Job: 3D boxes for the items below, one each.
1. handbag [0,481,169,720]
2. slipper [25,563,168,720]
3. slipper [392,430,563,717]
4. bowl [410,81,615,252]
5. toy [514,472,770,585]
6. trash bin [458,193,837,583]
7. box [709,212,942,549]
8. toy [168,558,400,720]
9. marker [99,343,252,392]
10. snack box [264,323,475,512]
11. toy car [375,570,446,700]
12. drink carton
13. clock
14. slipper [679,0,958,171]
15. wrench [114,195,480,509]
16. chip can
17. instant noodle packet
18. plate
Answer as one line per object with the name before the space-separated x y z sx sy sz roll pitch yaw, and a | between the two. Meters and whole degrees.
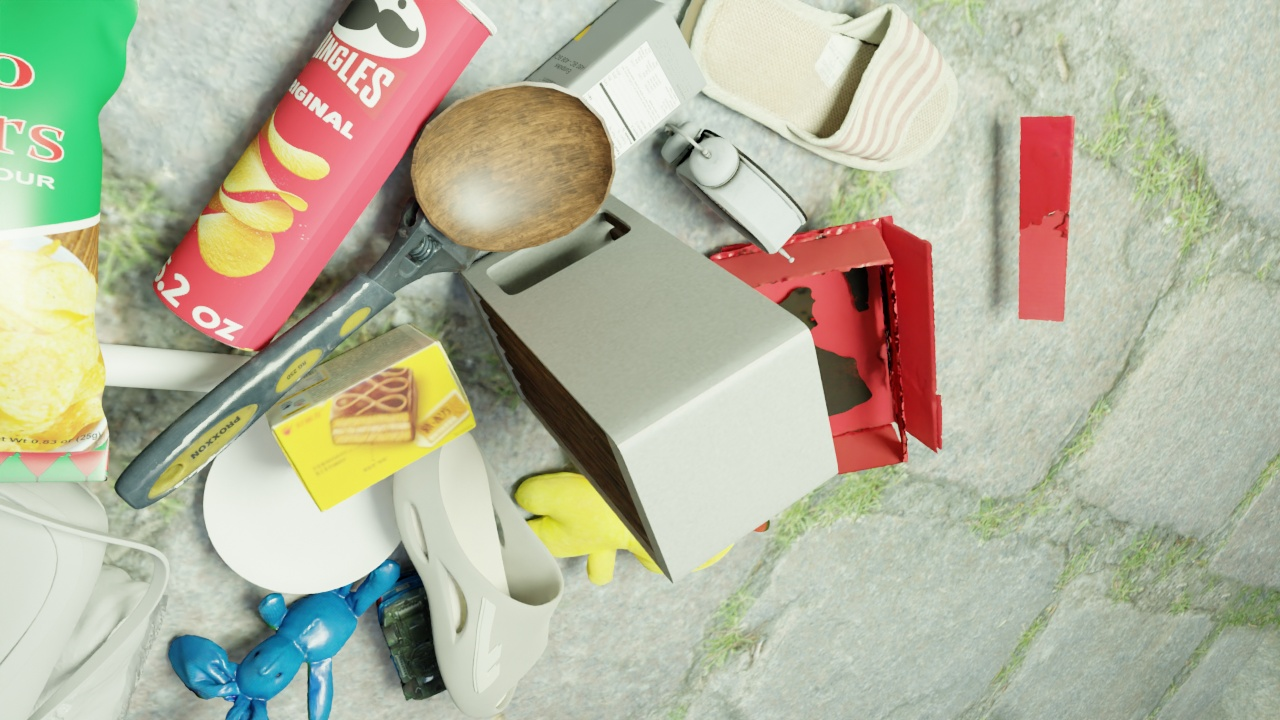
handbag | -0.385 0.142 0.457 0.215 0.095 0.222 31 90 -20
slipper | -0.375 0.229 0.567 0.247 0.074 0.112 -61 161 14
slipper | -0.103 0.156 0.666 0.081 0.112 0.266 -2 119 12
bowl | -0.072 -0.113 0.523 0.114 0.026 0.102 -17 132 -3
toy | 0.004 0.116 0.736 0.207 0.092 0.134 -8 124 -16
trash bin | -0.003 0.003 0.565 0.114 0.229 0.114 -31 129 -14
box | 0.149 0.024 0.693 0.165 0.152 0.214 -9 129 10
toy | -0.245 0.192 0.632 0.176 0.113 0.071 -47 172 -27
marker | -0.283 0.005 0.521 0.133 0.027 0.023 6 116 -35
snack box | -0.168 0.031 0.564 0.105 0.084 0.061 -30 113 -18
toy car | -0.169 0.211 0.706 0.056 0.043 0.120 -22 128 -21
drink carton | -0.028 -0.161 0.571 0.125 0.048 0.076 -42 131 -5
clock | 0.060 -0.120 0.625 0.122 0.094 0.035 36 98 -35
slipper | 0.143 -0.201 0.655 0.262 0.052 0.115 7 114 -35
wrench | -0.178 -0.019 0.523 0.272 0.022 0.073 -47 159 -26
chip can | -0.171 -0.111 0.496 0.069 0.069 0.220 33 97 -41
instant noodle packet | -0.330 -0.073 0.389 0.195 0.090 0.252 4 91 -34
plate | -0.216 0.089 0.608 0.134 0.011 0.134 -6 104 -27
